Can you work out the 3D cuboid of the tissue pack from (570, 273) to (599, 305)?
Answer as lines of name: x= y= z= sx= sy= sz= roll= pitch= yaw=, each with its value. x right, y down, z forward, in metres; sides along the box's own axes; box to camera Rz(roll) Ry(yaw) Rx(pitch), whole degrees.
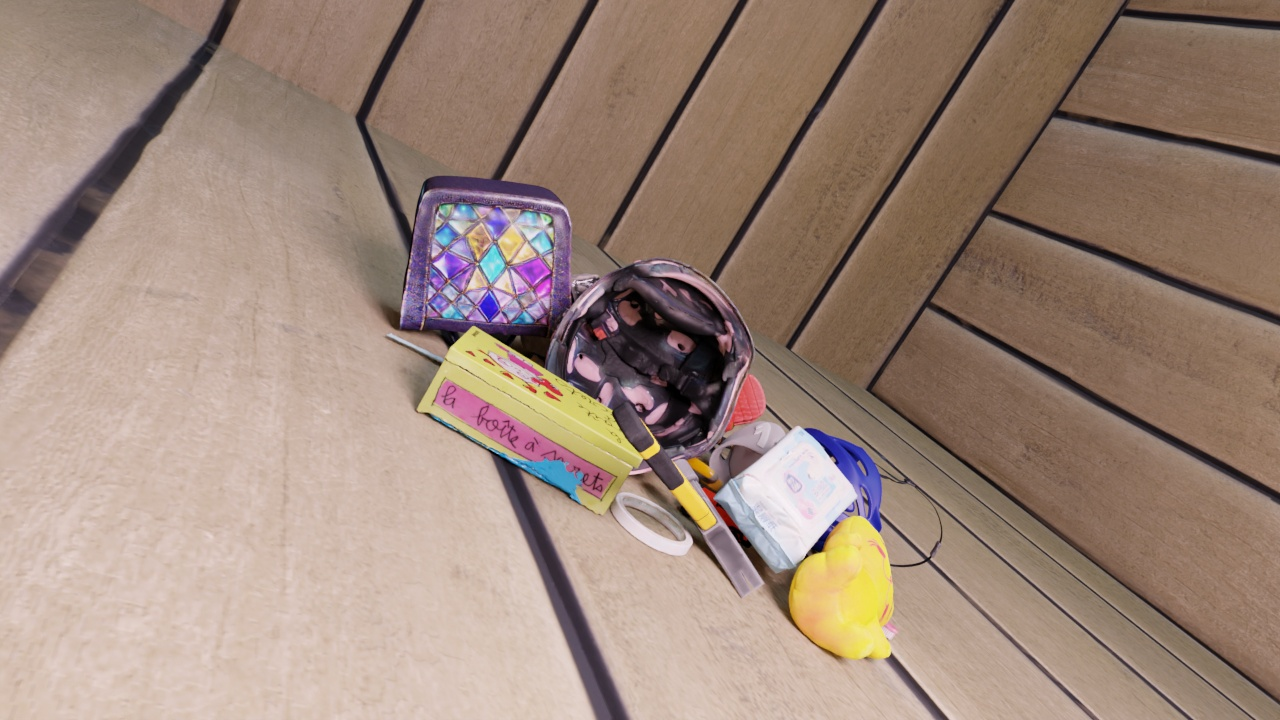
tissue pack: x=-0.056 y=-0.026 z=1.204 sx=0.071 sy=0.181 sz=0.104 roll=-16 pitch=10 yaw=-10

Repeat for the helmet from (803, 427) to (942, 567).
helmet: x=0.284 y=0.192 z=1.235 sx=0.227 sy=0.148 sz=0.241 roll=23 pitch=13 yaw=-17

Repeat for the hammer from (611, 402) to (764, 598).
hammer: x=0.038 y=0.121 z=0.866 sx=0.169 sy=0.034 sz=0.324 roll=56 pitch=0 yaw=32

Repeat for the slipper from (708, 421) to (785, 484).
slipper: x=0.138 y=0.142 z=1.201 sx=0.080 sy=0.113 sz=0.265 roll=30 pitch=17 yaw=-13

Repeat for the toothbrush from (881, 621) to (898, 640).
toothbrush: x=0.252 y=0.285 z=1.098 sx=0.021 sy=0.016 sz=0.135 roll=20 pitch=13 yaw=-47

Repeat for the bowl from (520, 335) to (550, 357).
bowl: x=-0.104 y=-0.029 z=1.329 sx=0.162 sy=0.070 sz=0.162 roll=23 pitch=-1 yaw=0

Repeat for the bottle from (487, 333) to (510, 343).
bottle: x=-0.231 y=-0.060 z=1.299 sx=0.113 sy=0.030 sz=0.030 roll=28 pitch=11 yaw=-17

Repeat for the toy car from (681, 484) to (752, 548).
toy car: x=0.098 y=0.177 z=1.064 sx=0.100 sy=0.049 sz=0.051 roll=35 pitch=11 yaw=21

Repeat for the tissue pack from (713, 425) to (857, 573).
tissue pack: x=0.171 y=0.150 z=1.035 sx=0.112 sy=0.070 sz=0.181 roll=49 pitch=39 yaw=10

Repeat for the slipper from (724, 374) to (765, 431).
slipper: x=0.097 y=0.049 z=1.243 sx=0.248 sy=0.059 sz=0.103 roll=-6 pitch=73 yaw=-45

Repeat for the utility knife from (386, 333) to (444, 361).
utility knife: x=-0.199 y=0.017 z=1.084 sx=0.218 sy=0.019 sz=0.030 roll=24 pitch=3 yaw=-20

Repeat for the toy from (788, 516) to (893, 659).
toy: x=0.220 y=0.248 z=0.984 sx=0.193 sy=0.088 sz=0.134 roll=-6 pitch=81 yaw=-66

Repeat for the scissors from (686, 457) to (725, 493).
scissors: x=0.041 y=0.125 z=1.175 sx=0.134 sy=0.016 sz=0.228 roll=43 pitch=-12 yaw=-37

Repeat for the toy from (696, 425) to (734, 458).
toy: x=0.055 y=0.049 z=1.304 sx=0.172 sy=0.093 sz=0.163 roll=49 pitch=45 yaw=7

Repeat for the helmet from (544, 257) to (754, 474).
helmet: x=-0.006 y=0.006 z=1.087 sx=0.230 sy=0.255 sz=0.153 roll=32 pitch=-5 yaw=-16

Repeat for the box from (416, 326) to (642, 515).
box: x=-0.107 y=0.060 z=0.953 sx=0.221 sy=0.082 sz=0.124 roll=29 pitch=11 yaw=-3

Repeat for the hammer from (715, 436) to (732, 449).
hammer: x=0.118 y=0.121 z=1.430 sx=0.320 sy=0.036 sz=0.123 roll=26 pitch=17 yaw=-32

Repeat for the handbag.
handbag: x=-0.187 y=-0.105 z=1.128 sx=0.204 sy=0.222 sz=0.125 roll=3 pitch=18 yaw=-14

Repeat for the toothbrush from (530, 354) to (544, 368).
toothbrush: x=-0.103 y=0.044 z=1.221 sx=0.015 sy=0.016 sz=0.184 roll=28 pitch=11 yaw=-45

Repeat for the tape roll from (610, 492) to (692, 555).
tape roll: x=0.012 y=0.170 z=0.957 sx=0.093 sy=0.013 sz=0.093 roll=30 pitch=10 yaw=-6
